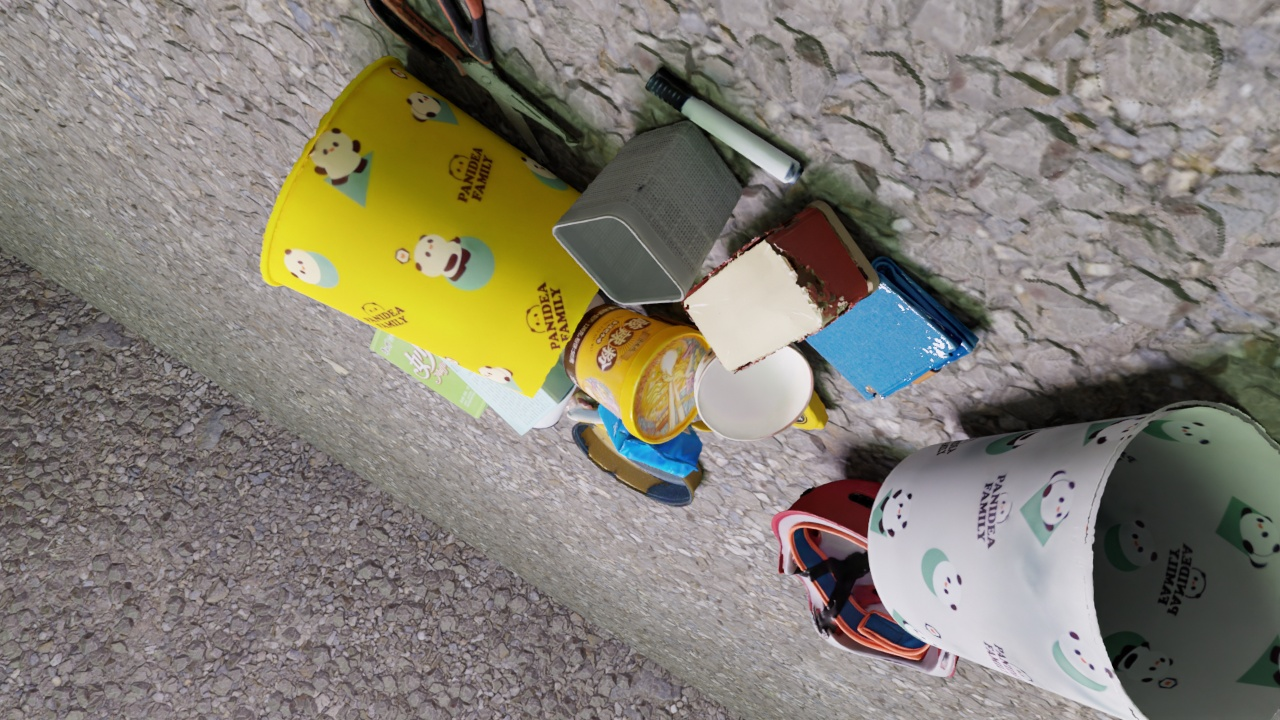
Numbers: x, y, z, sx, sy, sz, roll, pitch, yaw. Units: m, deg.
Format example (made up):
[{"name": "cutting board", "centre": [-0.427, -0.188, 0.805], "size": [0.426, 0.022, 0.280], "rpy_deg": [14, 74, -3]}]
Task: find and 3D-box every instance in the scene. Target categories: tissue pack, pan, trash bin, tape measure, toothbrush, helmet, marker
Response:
[{"name": "tissue pack", "centre": [0.006, 0.071, 1.009], "size": [0.095, 0.052, 0.157], "rpy_deg": [22, -165, -21]}, {"name": "pan", "centre": [-0.024, 0.107, 1.220], "size": [0.198, 0.078, 0.358], "rpy_deg": [23, 154, 21]}, {"name": "trash bin", "centre": [-0.164, -0.106, 0.832], "size": [0.255, 0.229, 0.230], "rpy_deg": [30, 157, -7]}, {"name": "tape measure", "centre": [0.160, 0.043, 0.932], "size": [0.057, 0.028, 0.060], "rpy_deg": [7, 145, 43]}, {"name": "toothbrush", "centre": [0.004, 0.072, 1.085], "size": [0.191, 0.016, 0.018], "rpy_deg": [6, 163, -19]}, {"name": "helmet", "centre": [0.262, 0.211, 0.995], "size": [0.207, 0.143, 0.240], "rpy_deg": [-6, 122, 54]}, {"name": "marker", "centre": [0.062, -0.169, 0.664], "size": [0.131, 0.018, 0.023], "rpy_deg": [33, 147, 1]}, {"name": "trash bin", "centre": [0.329, 0.152, 0.717], "size": [0.229, 0.229, 0.252], "rpy_deg": [39, 162, -15]}]

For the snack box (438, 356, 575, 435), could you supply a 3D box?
[{"name": "snack box", "centre": [-0.156, -0.007, 0.975], "size": [0.175, 0.051, 0.074], "rpy_deg": [45, 130, -7]}]

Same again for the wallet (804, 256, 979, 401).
[{"name": "wallet", "centre": [0.198, -0.022, 0.752], "size": [0.106, 0.040, 0.133], "rpy_deg": [42, 155, 0]}]

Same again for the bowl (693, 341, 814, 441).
[{"name": "bowl", "centre": [0.104, 0.016, 0.884], "size": [0.113, 0.114, 0.062], "rpy_deg": [45, -165, -26]}]

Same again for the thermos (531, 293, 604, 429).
[{"name": "thermos", "centre": [-0.094, -0.003, 1.039], "size": [0.073, 0.073, 0.225], "rpy_deg": [33, 144, 1]}]

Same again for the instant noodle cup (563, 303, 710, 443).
[{"name": "instant noodle cup", "centre": [-0.005, 0.005, 0.913], "size": [0.114, 0.118, 0.118], "rpy_deg": [29, 159, 37]}]

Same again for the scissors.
[{"name": "scissors", "centre": [-0.143, -0.253, 0.759], "size": [0.189, 0.015, 0.227], "rpy_deg": [22, 154, 23]}]

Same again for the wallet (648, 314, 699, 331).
[{"name": "wallet", "centre": [0.064, 0.010, 0.983], "size": [0.108, 0.031, 0.132], "rpy_deg": [16, 149, 36]}]

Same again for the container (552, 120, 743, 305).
[{"name": "container", "centre": [0.011, -0.116, 0.709], "size": [0.090, 0.114, 0.090], "rpy_deg": [1, 141, 51]}]

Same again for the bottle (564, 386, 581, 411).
[{"name": "bottle", "centre": [-0.144, -0.007, 1.163], "size": [0.068, 0.067, 0.189], "rpy_deg": [-1, 140, 52]}]

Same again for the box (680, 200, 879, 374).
[{"name": "box", "centre": [0.101, -0.048, 0.739], "size": [0.091, 0.080, 0.169], "rpy_deg": [55, 155, 0]}]

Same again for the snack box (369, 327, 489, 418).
[{"name": "snack box", "centre": [-0.201, -0.054, 1.043], "size": [0.157, 0.069, 0.211], "rpy_deg": [33, 129, -1]}]
